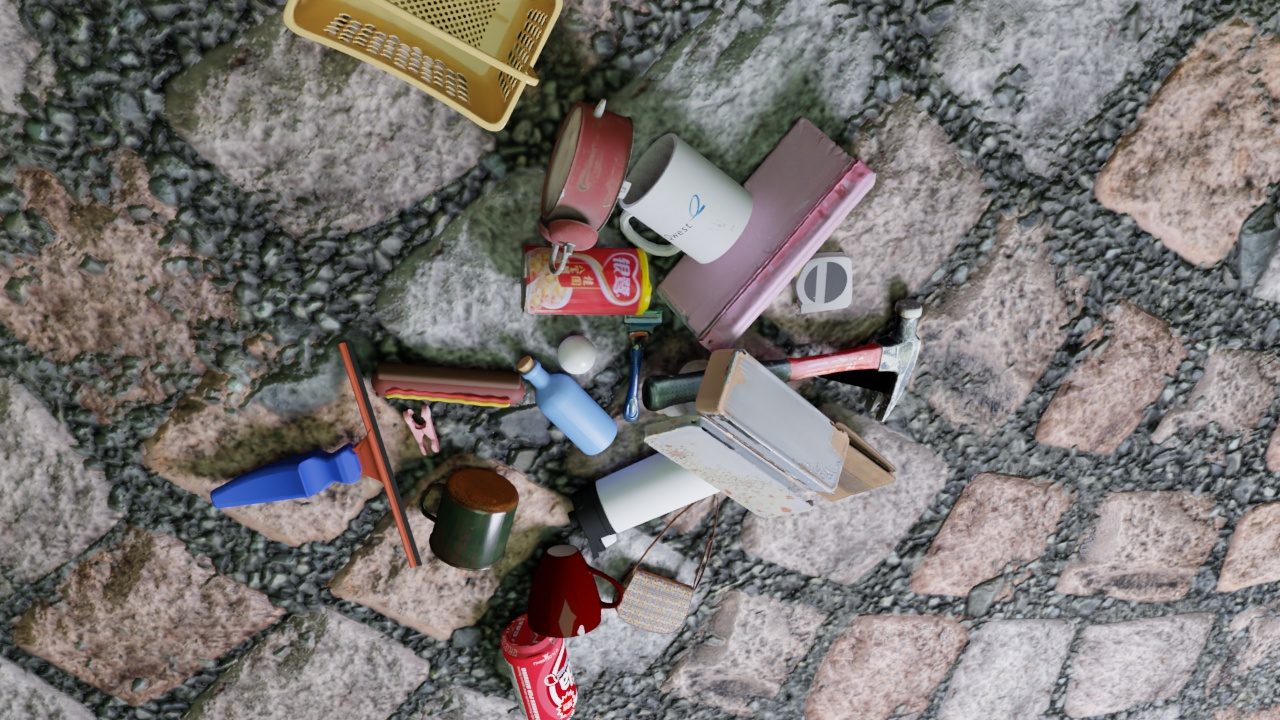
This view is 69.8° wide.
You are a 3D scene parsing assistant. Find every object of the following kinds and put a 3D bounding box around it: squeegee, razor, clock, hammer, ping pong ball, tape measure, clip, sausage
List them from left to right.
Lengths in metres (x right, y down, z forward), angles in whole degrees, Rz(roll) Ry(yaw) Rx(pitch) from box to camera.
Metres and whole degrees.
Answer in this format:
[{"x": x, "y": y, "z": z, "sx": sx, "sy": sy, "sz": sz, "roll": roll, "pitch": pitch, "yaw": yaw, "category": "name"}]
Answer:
[{"x": -0.351, "y": 0.119, "z": 0.953, "sx": 0.185, "sy": 0.055, "sz": 0.249, "roll": -15, "pitch": 103, "yaw": -4, "category": "squeegee"}, {"x": -0.235, "y": 0.074, "z": 0.972, "sx": 0.044, "sy": 0.023, "sz": 0.060, "roll": 4, "pitch": 116, "yaw": -9, "category": "clip"}, {"x": -0.196, "y": 0.026, "z": 0.943, "sx": 0.155, "sy": 0.040, "sz": 0.040, "roll": 5, "pitch": 117, "yaw": -14, "category": "sausage"}, {"x": -0.066, "y": -0.006, "z": 0.952, "sx": 0.040, "sy": 0.040, "sz": 0.040, "roll": -5, "pitch": 119, "yaw": -9, "category": "ping pong ball"}, {"x": -0.049, "y": -0.152, "z": 0.830, "sx": 0.062, "sy": 0.110, "sz": 0.157, "roll": 15, "pitch": 98, "yaw": -19, "category": "clock"}, {"x": -0.006, "y": 0.006, "z": 0.985, "sx": 0.044, "sy": 0.018, "sz": 0.141, "roll": 0, "pitch": 121, "yaw": -13, "category": "razor"}, {"x": 0.155, "y": 0.019, "z": 0.982, "sx": 0.325, "sy": 0.036, "sz": 0.141, "roll": -8, "pitch": 121, "yaw": -21, "category": "hammer"}, {"x": 0.193, "y": -0.083, "z": 0.979, "sx": 0.064, "sy": 0.016, "sz": 0.065, "roll": -8, "pitch": 119, "yaw": -8, "category": "tape measure"}]

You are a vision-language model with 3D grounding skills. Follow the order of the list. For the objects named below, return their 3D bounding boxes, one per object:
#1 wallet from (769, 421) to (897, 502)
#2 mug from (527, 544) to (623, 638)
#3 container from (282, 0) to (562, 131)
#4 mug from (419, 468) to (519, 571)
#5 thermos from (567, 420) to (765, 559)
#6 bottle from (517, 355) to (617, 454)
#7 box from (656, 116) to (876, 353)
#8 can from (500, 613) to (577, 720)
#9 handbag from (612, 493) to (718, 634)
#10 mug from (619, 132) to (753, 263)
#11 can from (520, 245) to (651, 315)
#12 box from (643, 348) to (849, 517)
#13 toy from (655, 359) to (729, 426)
[{"x": 0.226, "y": 0.121, "z": 1.073, "sx": 0.121, "sy": 0.026, "sz": 0.099, "roll": 36, "pitch": 135, "yaw": -28, "category": "wallet"}, {"x": -0.077, "y": 0.264, "z": 1.073, "sx": 0.114, "sy": 0.087, "sz": 0.088, "roll": 0, "pitch": 101, "yaw": 6, "category": "mug"}, {"x": -0.164, "y": -0.277, "z": 0.712, "sx": 0.183, "sy": 0.167, "sz": 0.129, "roll": 24, "pitch": 111, "yaw": -22, "category": "container"}, {"x": -0.192, "y": 0.165, "z": 1.003, "sx": 0.111, "sy": 0.084, "sz": 0.081, "roll": 25, "pitch": 113, "yaw": 15, "category": "mug"}, {"x": 0.032, "y": 0.148, "z": 1.046, "sx": 0.230, "sy": 0.068, "sz": 0.101, "roll": -24, "pitch": 133, "yaw": 2, "category": "thermos"}, {"x": -0.082, "y": 0.043, "z": 0.972, "sx": 0.048, "sy": 0.048, "sz": 0.131, "roll": -38, "pitch": 119, "yaw": 9, "category": "bottle"}, {"x": 0.120, "y": -0.126, "z": 0.919, "sx": 0.107, "sy": 0.099, "sz": 0.233, "roll": 42, "pitch": 107, "yaw": 6, "category": "box"}, {"x": -0.124, "y": 0.382, "z": 1.131, "sx": 0.074, "sy": 0.074, "sz": 0.143, "roll": -12, "pitch": 120, "yaw": -5, "category": "can"}, {"x": 0.040, "y": 0.239, "z": 1.120, "sx": 0.093, "sy": 0.043, "sz": 0.196, "roll": 22, "pitch": 103, "yaw": -18, "category": "handbag"}, {"x": 0.032, "y": -0.145, "z": 0.883, "sx": 0.096, "sy": 0.082, "sz": 0.120, "roll": 32, "pitch": 135, "yaw": -25, "category": "mug"}, {"x": -0.056, "y": -0.078, "z": 0.900, "sx": 0.124, "sy": 0.066, "sz": 0.067, "roll": 0, "pitch": 118, "yaw": -12, "category": "can"}, {"x": 0.113, "y": 0.081, "z": 0.953, "sx": 0.217, "sy": 0.096, "sz": 0.114, "roll": 36, "pitch": 70, "yaw": -37, "category": "box"}, {"x": 0.070, "y": 0.037, "z": 1.003, "sx": 0.112, "sy": 0.050, "sz": 0.087, "roll": -30, "pitch": 120, "yaw": -1, "category": "toy"}]
